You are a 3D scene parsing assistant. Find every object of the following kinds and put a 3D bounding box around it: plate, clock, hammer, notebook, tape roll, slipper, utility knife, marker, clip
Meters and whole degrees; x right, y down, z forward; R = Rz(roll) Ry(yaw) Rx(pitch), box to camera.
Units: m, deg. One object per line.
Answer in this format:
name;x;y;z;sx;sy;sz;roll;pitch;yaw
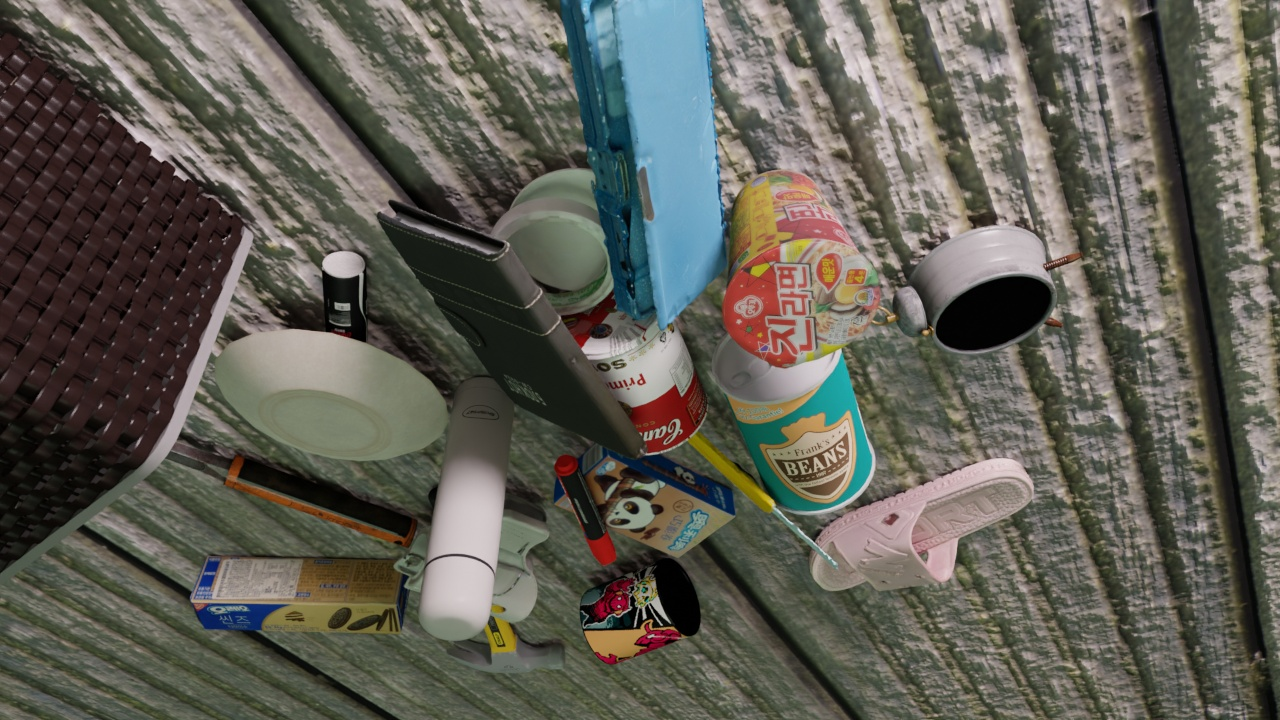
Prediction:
plate;-0.043;-0.097;0.655;0.104;0.026;0.104;-1;133;-1
clock;0.242;-0.048;0.686;0.148;0.056;0.104;-12;142;4
hammer;-0.168;0.242;0.974;0.127;0.029;0.324;-6;132;4
plate;-0.255;0.042;0.754;0.189;0.027;0.189;3;145;2
notebook;-0.094;-0.020;0.660;0.170;0.029;0.209;21;149;45
hammer;-0.360;0.116;0.845;0.314;0.034;0.138;26;128;-24
tape roll;-0.061;-0.071;0.647;0.094;0.018;0.094;-1;133;-1
slipper;0.270;0.176;0.894;0.240;0.064;0.094;-33;126;25
utility knife;0.082;0.100;0.767;0.019;0.217;0.030;-43;169;-12
marker;-0.050;0.136;0.831;0.023;0.021;0.145;14;141;30
clip;-0.147;0.199;0.868;0.126;0.098;0.153;29;130;-31

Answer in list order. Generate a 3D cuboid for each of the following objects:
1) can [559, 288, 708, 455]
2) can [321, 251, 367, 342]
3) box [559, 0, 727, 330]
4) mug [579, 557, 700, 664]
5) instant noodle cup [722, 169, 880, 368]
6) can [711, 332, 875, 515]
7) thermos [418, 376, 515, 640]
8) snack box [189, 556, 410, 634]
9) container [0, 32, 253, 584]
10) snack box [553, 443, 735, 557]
can;-0.004;0.004;0.710;0.087;0.086;0.116;-14;132;12
can;-0.225;-0.042;0.699;0.031;0.031;0.081;7;133;-8
box;0.015;-0.130;0.579;0.093;0.054;0.232;-30;135;-23
mug;0.009;0.265;0.971;0.098;0.081;0.118;-27;156;22
instant noodle cup;0.101;-0.073;0.621;0.100;0.112;0.100;0;134;0
can;0.126;0.042;0.740;0.099;0.099;0.144;-16;132;13
thermos;-0.132;0.108;0.711;0.052;0.223;0.052;-1;133;-1
snack box;-0.348;0.243;0.949;0.206;0.056;0.057;2;134;-3
container;-0.428;-0.035;0.561;0.248;0.245;0.243;-31;130;25
snack box;0.005;0.129;0.864;0.151;0.034;0.087;29;128;-25
